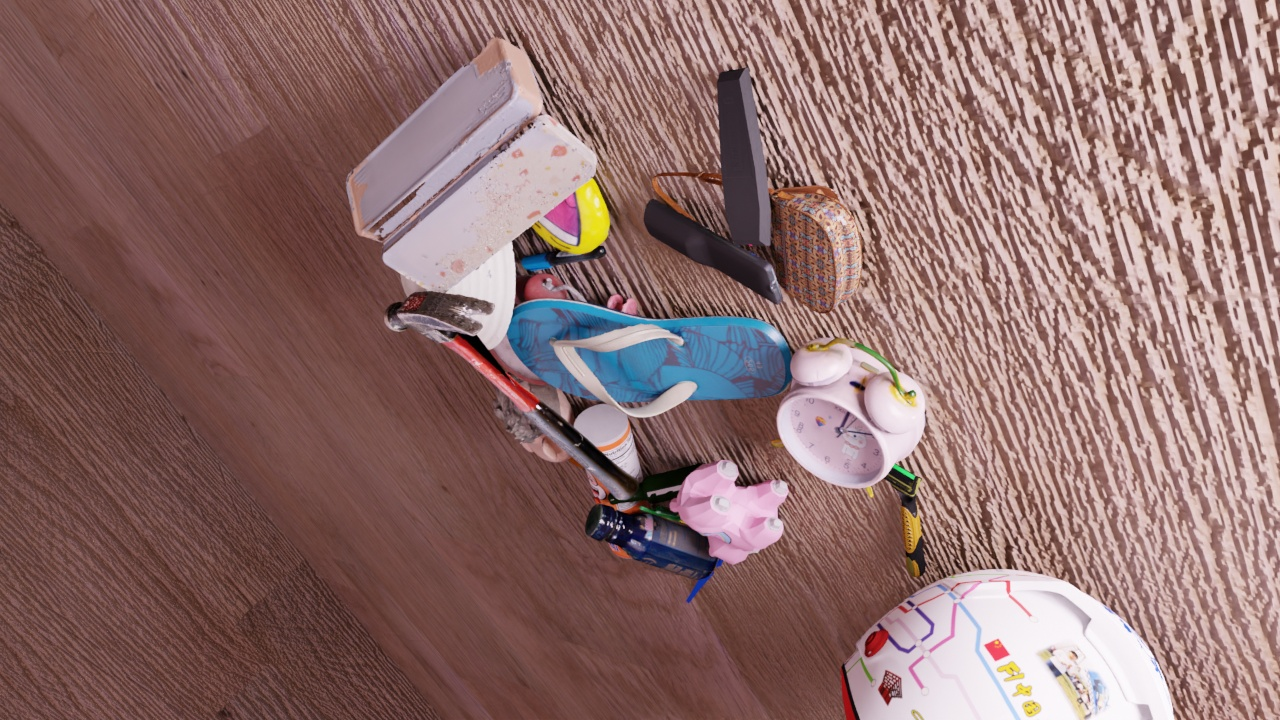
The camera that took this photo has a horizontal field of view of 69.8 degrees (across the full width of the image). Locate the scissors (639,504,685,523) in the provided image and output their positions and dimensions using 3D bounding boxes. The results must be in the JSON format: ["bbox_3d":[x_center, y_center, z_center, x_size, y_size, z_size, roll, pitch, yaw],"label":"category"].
[{"bbox_3d":[0.043,0.178,1.032,0.078,0.013,0.132,17,174,17],"label":"scissors"}]

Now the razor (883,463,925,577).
[{"bbox_3d":[0.243,0.148,0.833,0.044,0.021,0.144,34,150,49],"label":"razor"}]

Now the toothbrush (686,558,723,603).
[{"bbox_3d":[0.081,0.277,1.170,0.016,0.011,0.187,36,150,12],"label":"toothbrush"}]

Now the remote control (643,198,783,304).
[{"bbox_3d":[0.056,-0.087,0.738,0.140,0.021,0.045,35,165,38],"label":"remote control"}]

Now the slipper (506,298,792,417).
[{"bbox_3d":[-0.005,0.005,0.851,0.295,0.060,0.118,3,129,27],"label":"slipper"}]

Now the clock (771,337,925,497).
[{"bbox_3d":[0.172,0.040,0.753,0.117,0.058,0.158,31,145,20],"label":"clock"}]

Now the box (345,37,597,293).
[{"bbox_3d":[-0.150,-0.162,0.805,0.218,0.094,0.121,-32,68,28],"label":"box"}]

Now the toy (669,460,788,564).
[{"bbox_3d":[0.091,0.164,0.960,0.123,0.067,0.158,20,150,-10],"label":"toy"}]

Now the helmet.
[{"bbox_3d":[0.296,0.290,0.744,0.315,0.236,0.231,67,178,-62],"label":"helmet"}]

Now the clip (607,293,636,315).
[{"bbox_3d":[-0.020,-0.041,0.907,0.039,0.022,0.059,13,138,34],"label":"clip"}]

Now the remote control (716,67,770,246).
[{"bbox_3d":[0.073,-0.144,0.658,0.039,0.010,0.125,12,115,51],"label":"remote control"}]

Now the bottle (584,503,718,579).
[{"bbox_3d":[0.014,0.209,1.065,0.160,0.056,0.056,23,154,-21],"label":"bottle"}]

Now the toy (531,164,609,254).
[{"bbox_3d":[-0.068,-0.139,0.830,0.095,0.041,0.094,40,142,8],"label":"toy"}]

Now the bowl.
[{"bbox_3d":[-0.196,-0.094,0.920,0.177,0.070,0.177,20,114,53],"label":"bowl"}]

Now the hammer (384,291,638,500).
[{"bbox_3d":[-0.106,0.045,0.925,0.141,0.036,0.326,-3,140,48],"label":"hammer"}]

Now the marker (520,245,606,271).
[{"bbox_3d":[-0.076,-0.100,0.904,0.123,0.018,0.015,-1,132,47],"label":"marker"}]

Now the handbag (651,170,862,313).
[{"bbox_3d":[0.086,-0.110,0.714,0.196,0.043,0.094,30,149,35],"label":"handbag"}]

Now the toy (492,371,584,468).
[{"bbox_3d":[-0.112,0.073,1.071,0.076,0.132,0.176,-30,129,14],"label":"toy"}]

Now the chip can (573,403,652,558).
[{"bbox_3d":[-0.027,0.148,1.088,0.062,0.062,0.211,20,141,32],"label":"chip can"}]

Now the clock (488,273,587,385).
[{"bbox_3d":[-0.098,-0.040,0.956,0.110,0.061,0.157,52,141,-13],"label":"clock"}]

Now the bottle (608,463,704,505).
[{"bbox_3d":[0.019,0.141,1.016,0.123,0.032,0.033,-17,117,27],"label":"bottle"}]
